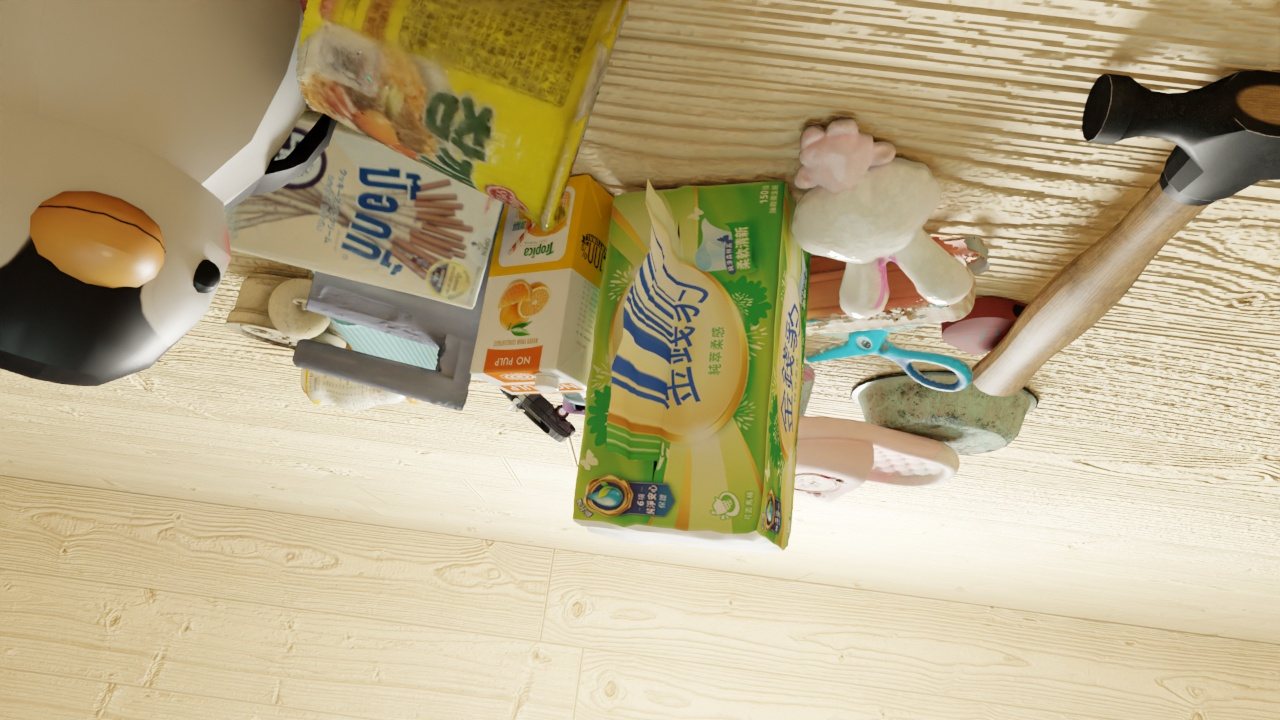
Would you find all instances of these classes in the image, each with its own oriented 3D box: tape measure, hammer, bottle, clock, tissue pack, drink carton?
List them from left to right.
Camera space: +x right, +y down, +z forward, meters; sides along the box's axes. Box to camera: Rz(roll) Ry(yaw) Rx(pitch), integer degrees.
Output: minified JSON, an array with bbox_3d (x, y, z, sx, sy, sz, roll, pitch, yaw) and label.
[{"bbox_3d":[-0.272,-0.041,0.725,0.093,0.054,0.141,17,167,-26],"label":"clock"},{"bbox_3d":[-0.268,0.017,0.889,0.109,0.063,0.063,7,162,-1],"label":"bottle"},{"bbox_3d":[-0.053,-0.039,0.523,0.059,0.122,0.040,-3,160,30],"label":"drink carton"},{"bbox_3d":[0.021,-0.004,0.479,0.120,0.197,0.141,-6,161,20],"label":"tissue pack"},{"bbox_3d":[0.232,-0.026,0.614,0.051,0.019,0.059,21,151,-31],"label":"tape measure"},{"bbox_3d":[0.252,-0.043,0.498,0.132,0.040,0.306,8,159,4],"label":"hammer"}]

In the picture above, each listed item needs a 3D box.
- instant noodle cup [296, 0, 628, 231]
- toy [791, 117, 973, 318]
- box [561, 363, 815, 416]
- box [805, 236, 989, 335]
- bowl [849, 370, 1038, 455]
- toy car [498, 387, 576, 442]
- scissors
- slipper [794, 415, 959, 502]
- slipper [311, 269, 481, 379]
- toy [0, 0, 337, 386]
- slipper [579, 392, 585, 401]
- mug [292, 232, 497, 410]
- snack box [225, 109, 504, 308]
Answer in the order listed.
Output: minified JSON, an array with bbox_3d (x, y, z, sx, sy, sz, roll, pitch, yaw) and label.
[{"bbox_3d":[-0.069,-0.114,0.360,0.108,0.102,0.102,19,161,-7],"label":"instant noodle cup"},{"bbox_3d":[0.116,-0.073,0.469,0.076,0.037,0.125,-16,127,32],"label":"toy"},{"bbox_3d":[0.036,0.030,0.811,0.214,0.062,0.140,8,159,-1],"label":"box"},{"bbox_3d":[0.117,-0.038,0.568,0.187,0.055,0.076,-5,-169,38],"label":"box"},{"bbox_3d":[0.265,0.052,0.809,0.157,0.038,0.158,7,162,2],"label":"bowl"},{"bbox_3d":[-0.105,0.047,0.908,0.092,0.037,0.040,43,160,-1],"label":"toy car"},{"bbox_3d":[0.170,-0.006,0.649,0.113,0.013,0.141,46,145,-17],"label":"scissors"},{"bbox_3d":[0.171,0.090,0.789,0.221,0.055,0.107,7,154,-18],"label":"slipper"},{"bbox_3d":[-0.160,-0.017,0.734,0.116,0.069,0.276,-2,161,18],"label":"slipper"},{"bbox_3d":[-0.216,-0.079,0.367,0.140,0.183,0.159,-9,156,45],"label":"toy"},{"bbox_3d":[-0.004,0.004,0.699,0.094,0.064,0.239,-17,151,7],"label":"slipper"},{"bbox_3d":[-0.150,-0.037,0.571,0.104,0.123,0.084,16,152,-20],"label":"mug"},{"bbox_3d":[-0.154,-0.085,0.502,0.150,0.082,0.026,14,-156,-18],"label":"snack box"}]
